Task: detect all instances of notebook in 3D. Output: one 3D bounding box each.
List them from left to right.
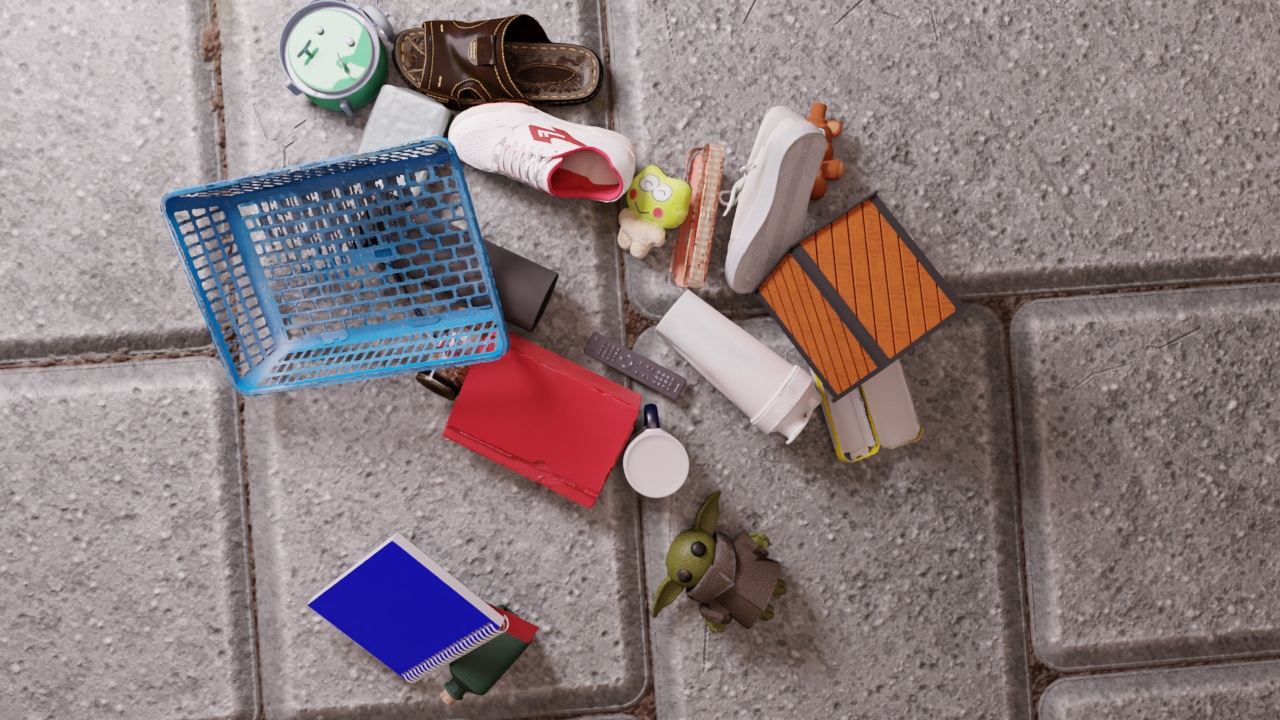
[{"bbox_3d":[-0.280,0.302,1.095,0.171,0.022,0.210,43,126,-14],"label":"notebook"}]

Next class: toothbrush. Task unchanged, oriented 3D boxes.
[{"bbox_3d":[-0.278,-0.040,1.176,0.017,0.016,0.189,-30,90,11],"label":"toothbrush"}]

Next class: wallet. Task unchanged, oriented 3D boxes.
[{"bbox_3d":[-0.299,-0.272,1.160,0.100,0.054,0.131,23,90,7],"label":"wallet"}]

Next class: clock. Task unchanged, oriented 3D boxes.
[{"bbox_3d":[-0.375,-0.398,1.145,0.122,0.075,0.161,21,88,-2],"label":"clock"}]

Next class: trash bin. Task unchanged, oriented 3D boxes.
[{"bbox_3d":[0.257,-0.073,1.100,0.139,0.140,0.172,-33,81,-20],"label":"trash bin"}]

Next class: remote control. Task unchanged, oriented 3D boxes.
[{"bbox_3d":[-0.007,0.007,1.185,0.136,0.015,0.032,28,89,1],"label":"remote control"}]

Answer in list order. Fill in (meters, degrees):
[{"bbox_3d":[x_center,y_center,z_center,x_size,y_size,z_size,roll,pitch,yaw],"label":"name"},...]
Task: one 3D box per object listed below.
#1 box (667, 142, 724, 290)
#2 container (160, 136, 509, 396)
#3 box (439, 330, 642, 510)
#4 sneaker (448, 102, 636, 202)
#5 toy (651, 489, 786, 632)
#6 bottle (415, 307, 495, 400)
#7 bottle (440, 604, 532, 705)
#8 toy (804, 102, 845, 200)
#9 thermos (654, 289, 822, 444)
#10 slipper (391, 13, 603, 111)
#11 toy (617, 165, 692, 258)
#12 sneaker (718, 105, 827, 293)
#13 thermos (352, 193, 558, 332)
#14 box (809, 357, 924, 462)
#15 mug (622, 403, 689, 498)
[{"bbox_3d":[0.072,-0.182,1.163,0.042,0.083,0.187,10,87,-15],"label":"box"},{"bbox_3d":[-0.339,-0.110,1.072,0.363,0.089,0.257,-8,111,12],"label":"container"},{"bbox_3d":[-0.119,0.066,1.142,0.214,0.153,0.164,27,64,-1],"label":"box"},{"bbox_3d":[-0.124,-0.246,1.126,0.236,0.104,0.090,13,124,-5],"label":"sneaker"},{"bbox_3d":[0.105,0.270,1.154,0.153,0.078,0.179,27,91,-1],"label":"toy"},{"bbox_3d":[-0.229,-0.009,1.144,0.056,0.056,0.105,29,73,-2],"label":"bottle"},{"bbox_3d":[-0.200,0.377,1.151,0.061,0.061,0.131,42,88,-4],"label":"bottle"},{"bbox_3d":[0.217,-0.267,1.171,0.095,0.065,0.127,11,87,15],"label":"toy"},{"bbox_3d":[0.125,0.004,1.154,0.220,0.099,0.099,40,88,3],"label":"thermos"},{"bbox_3d":[-0.180,-0.374,1.151,0.268,0.076,0.113,5,89,-2],"label":"slipper"},{"bbox_3d":[0.013,-0.187,1.166,0.092,0.046,0.115,36,103,26],"label":"toy"},{"bbox_3d":[0.151,-0.197,1.128,0.089,0.243,0.090,-9,46,-26],"label":"sneaker"},{"bbox_3d":[-0.228,-0.122,1.144,0.240,0.082,0.082,25,88,-2],"label":"thermos"},{"bbox_3d":[0.284,0.019,1.187,0.129,0.036,0.209,-17,89,-13],"label":"box"},{"bbox_3d":[0.016,0.109,1.143,0.078,0.097,0.112,-4,90,-2],"label":"mug"}]
